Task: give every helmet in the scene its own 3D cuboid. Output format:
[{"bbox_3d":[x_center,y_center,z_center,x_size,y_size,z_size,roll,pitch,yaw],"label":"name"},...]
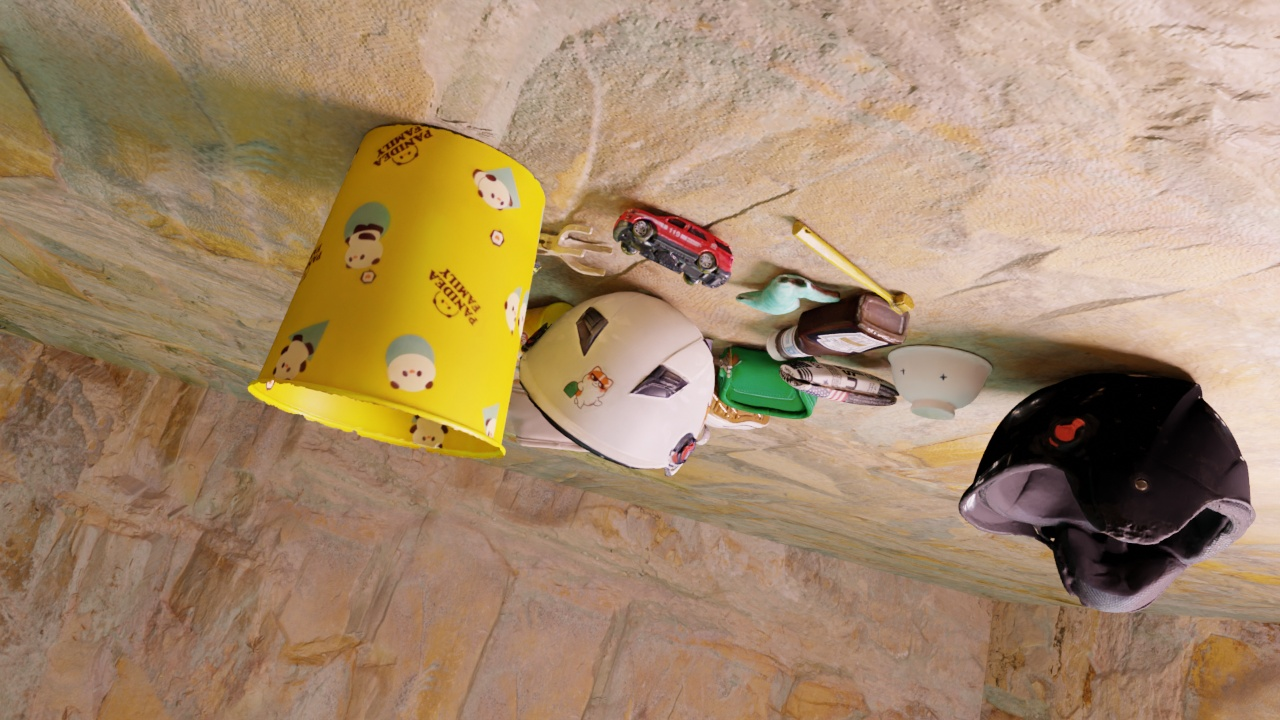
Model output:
[{"bbox_3d":[-0.006,0.006,1.055,0.230,0.157,0.273,38,-169,12],"label":"helmet"},{"bbox_3d":[0.490,0.125,0.976,0.275,0.229,0.233,5,148,23],"label":"helmet"}]

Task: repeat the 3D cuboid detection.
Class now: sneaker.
[{"bbox_3d":[0.099,0.061,1.301,0.088,0.118,0.240,-16,162,29],"label":"sneaker"}]

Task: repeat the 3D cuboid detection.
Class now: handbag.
[{"bbox_3d":[0.166,0.025,1.193,0.131,0.068,0.120,8,163,18],"label":"handbag"},{"bbox_3d":[-0.055,0.054,1.322,0.194,0.093,0.233,4,-165,32],"label":"handbag"}]

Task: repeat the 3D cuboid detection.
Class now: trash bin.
[{"bbox_3d":[-0.207,-0.059,0.854,0.229,0.255,0.230,12,164,3],"label":"trash bin"}]

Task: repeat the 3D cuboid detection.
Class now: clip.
[{"bbox_3d":[-0.073,-0.114,0.968,0.095,0.035,0.102,26,165,-34],"label":"clip"}]

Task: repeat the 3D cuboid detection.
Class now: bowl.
[{"bbox_3d":[0.346,0.032,1.076,0.118,0.064,0.118,13,165,3],"label":"bowl"}]

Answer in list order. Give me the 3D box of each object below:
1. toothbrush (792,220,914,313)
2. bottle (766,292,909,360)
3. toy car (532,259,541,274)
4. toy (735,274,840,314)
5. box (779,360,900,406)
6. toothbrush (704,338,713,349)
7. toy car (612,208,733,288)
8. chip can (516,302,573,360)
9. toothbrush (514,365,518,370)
[{"bbox_3d":[0.205,-0.086,0.869,0.190,0.015,0.017,26,155,-39],"label":"toothbrush"},{"bbox_3d":[0.207,-0.030,1.014,0.080,0.044,0.195,20,164,-21],"label":"bottle"},{"bbox_3d":[-0.150,-0.112,0.997,0.105,0.032,0.048,25,176,46],"label":"toy car"},{"bbox_3d":[0.154,-0.068,0.952,0.096,0.030,0.092,9,167,-5],"label":"toy"},{"bbox_3d":[0.243,0.024,1.106,0.164,0.052,0.069,8,179,-28],"label":"box"},{"bbox_3d":[0.063,-0.002,1.279,0.021,0.029,0.189,55,163,2],"label":"toothbrush"},{"bbox_3d":[0.032,-0.110,0.873,0.120,0.045,0.053,23,161,-12],"label":"toy car"},{"bbox_3d":[-0.168,-0.034,1.259,0.072,0.072,0.214,25,161,-37],"label":"chip can"},{"bbox_3d":[-0.119,0.007,1.324,0.221,0.026,0.026,-4,126,-3],"label":"toothbrush"}]
